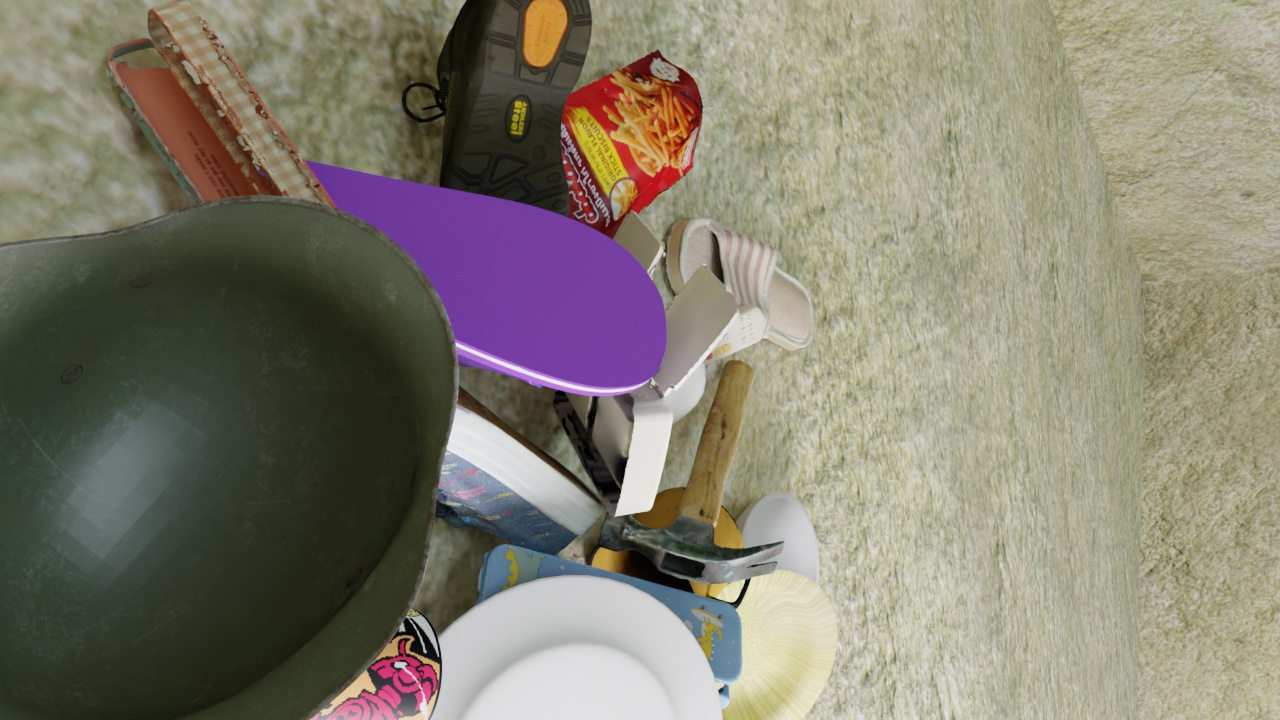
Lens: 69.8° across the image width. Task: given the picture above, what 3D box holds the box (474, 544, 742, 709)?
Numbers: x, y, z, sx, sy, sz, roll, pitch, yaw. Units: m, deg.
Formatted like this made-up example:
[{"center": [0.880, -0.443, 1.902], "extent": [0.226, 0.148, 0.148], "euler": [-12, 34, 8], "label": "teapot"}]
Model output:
[{"center": [-0.031, 0.201, 0.659], "extent": [0.209, 0.073, 0.085], "euler": [21, 56, -23], "label": "box"}]

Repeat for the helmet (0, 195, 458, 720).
[{"center": [-0.204, 0.053, 0.429], "extent": [0.227, 0.154, 0.267], "euler": [37, 71, -4], "label": "helmet"}]

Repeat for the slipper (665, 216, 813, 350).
[{"center": [0.121, -0.074, 0.966], "extent": [0.262, 0.052, 0.115], "euler": [21, 66, -48], "label": "slipper"}]

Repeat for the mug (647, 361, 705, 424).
[{"center": [-0.004, 0.004, 0.759], "extent": [0.067, 0.095, 0.115], "euler": [-27, 97, -49], "label": "mug"}]

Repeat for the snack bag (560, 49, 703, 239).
[{"center": [-0.026, -0.184, 0.816], "extent": [0.207, 0.067, 0.139], "euler": [-42, 122, -37], "label": "snack bag"}]

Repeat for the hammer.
[{"center": [0.068, 0.079, 0.797], "extent": [0.329, 0.132, 0.033], "euler": [-62, 167, -62], "label": "hammer"}]

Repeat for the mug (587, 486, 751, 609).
[{"center": [0.034, 0.169, 0.753], "extent": [0.093, 0.124, 0.101], "euler": [-35, 130, -51], "label": "mug"}]

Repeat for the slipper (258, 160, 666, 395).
[{"center": [-0.119, -0.044, 0.593], "extent": [0.266, 0.084, 0.107], "euler": [15, 69, -13], "label": "slipper"}]

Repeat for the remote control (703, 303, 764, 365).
[{"center": [0.068, -0.018, 0.878], "extent": [0.125, 0.018, 0.038], "euler": [-24, 118, -27], "label": "remote control"}]

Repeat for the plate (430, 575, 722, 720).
[{"center": [-0.049, 0.262, 0.593], "extent": [0.242, 0.016, 0.242], "euler": [1, 88, -24], "label": "plate"}]

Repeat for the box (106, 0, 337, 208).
[{"center": [-0.217, -0.105, 0.495], "extent": [0.071, 0.056, 0.187], "euler": [-35, 91, -5], "label": "box"}]

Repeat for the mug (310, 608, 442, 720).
[{"center": [-0.184, 0.194, 0.517], "extent": [0.098, 0.082, 0.118], "euler": [24, 92, -47], "label": "mug"}]

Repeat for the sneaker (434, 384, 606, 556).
[{"center": [-0.126, 0.068, 0.624], "extent": [0.079, 0.087, 0.235], "euler": [-50, 126, -2], "label": "sneaker"}]

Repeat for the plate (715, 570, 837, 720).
[{"center": [0.094, 0.270, 0.839], "extent": [0.184, 0.036, 0.184], "euler": [-7, 107, -25], "label": "plate"}]

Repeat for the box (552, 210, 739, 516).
[{"center": [-0.006, 0.002, 0.658], "extent": [0.057, 0.144, 0.188], "euler": [4, 122, -30], "label": "box"}]

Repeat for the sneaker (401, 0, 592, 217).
[{"center": [-0.115, -0.169, 0.662], "extent": [0.101, 0.143, 0.238], "euler": [-2, 118, -32], "label": "sneaker"}]

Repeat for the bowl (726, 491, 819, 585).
[{"center": [0.124, 0.207, 0.921], "extent": [0.149, 0.043, 0.149], "euler": [9, 79, -48], "label": "bowl"}]
